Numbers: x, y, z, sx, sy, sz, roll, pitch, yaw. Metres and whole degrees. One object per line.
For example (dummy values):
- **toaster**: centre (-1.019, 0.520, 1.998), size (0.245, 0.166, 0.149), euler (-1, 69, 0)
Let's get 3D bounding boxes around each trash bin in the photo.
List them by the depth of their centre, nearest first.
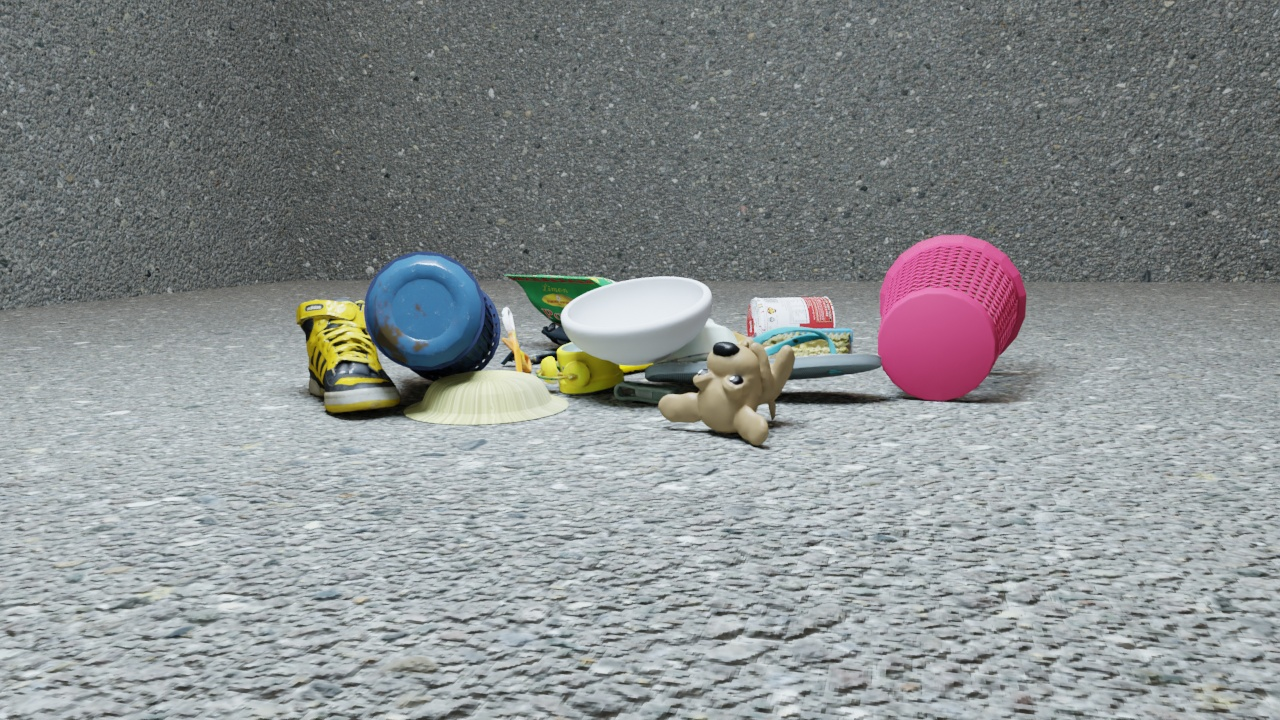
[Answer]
- **trash bin**: centre (-0.242, -0.047, 1.089), size (0.139, 0.139, 0.250), euler (-2, -3, -6)

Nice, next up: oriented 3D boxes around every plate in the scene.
- **plate**: centre (-0.174, 0.035, 1.041), size (0.184, 0.036, 0.184), euler (-1, 9, 0)

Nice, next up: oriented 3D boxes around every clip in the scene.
- **clip**: centre (0.005, 0.038, 1.052), size (0.078, 0.023, 0.050), euler (2, 8, 7)

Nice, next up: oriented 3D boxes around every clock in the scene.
- **clock**: centre (-0.072, 0.011, 1.127), size (0.118, 0.057, 0.083), euler (-20, 19, -41)

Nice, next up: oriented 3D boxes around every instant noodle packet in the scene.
- **instant noodle packet**: centre (-0.071, -0.080, 1.497), size (0.196, 0.090, 0.252), euler (7, -18, 42)

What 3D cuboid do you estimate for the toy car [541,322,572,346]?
- **toy car**: centre (-0.109, -0.032, 1.469), size (0.112, 0.034, 0.046), euler (13, -18, 35)

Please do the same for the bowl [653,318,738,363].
- **bowl**: centre (0.068, -0.017, 1.147), size (0.117, 0.061, 0.117), euler (-9, -13, -2)

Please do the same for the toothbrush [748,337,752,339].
- **toothbrush**: centre (0.068, -0.024, 1.389), size (0.222, 0.026, 0.027), euler (0, -24, -18)

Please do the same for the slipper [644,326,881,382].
- **slipper**: centre (0.139, -0.004, 1.063), size (0.269, 0.054, 0.098), euler (-4, -12, 4)

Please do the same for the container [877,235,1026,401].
- **container**: centre (0.369, -0.044, 1.118), size (0.183, 0.183, 0.225), euler (3, 17, 22)

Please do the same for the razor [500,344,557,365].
- **razor**: centre (-0.142, -0.006, 1.379), size (0.144, 0.022, 0.043), euler (-4, -31, -46)

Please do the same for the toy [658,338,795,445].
- **toy**: centre (0.100, 0.026, 0.903), size (0.134, 0.106, 0.108), euler (13, 27, 43)

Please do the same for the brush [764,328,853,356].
- **brush**: centre (0.228, -0.018, 1.285), size (0.136, 0.055, 0.075), euler (1, 13, 12)

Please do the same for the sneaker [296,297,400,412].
- **sneaker**: centre (-0.345, -0.011, 1.082), size (0.085, 0.122, 0.239), euler (-8, 10, -30)

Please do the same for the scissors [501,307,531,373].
- **scissors**: centre (-0.171, -0.023, 1.243), size (0.011, 0.128, 0.125), euler (-19, -11, 3)

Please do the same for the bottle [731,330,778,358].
- **bottle**: centre (0.128, -0.010, 1.232), size (0.059, 0.060, 0.166), euler (-7, 11, -33)

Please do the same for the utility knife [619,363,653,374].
- **utility knife**: centre (-0.008, 0.007, 1.270), size (0.190, 0.018, 0.030), euler (-14, 20, -43)

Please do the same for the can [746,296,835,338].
- **can**: centre (0.233, -0.056, 1.433), size (0.116, 0.087, 0.086), euler (-2, 9, -8)

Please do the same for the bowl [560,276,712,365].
- **bowl**: centre (-0.001, -0.039, 1.072), size (0.176, 0.066, 0.176), euler (-8, 22, 3)
